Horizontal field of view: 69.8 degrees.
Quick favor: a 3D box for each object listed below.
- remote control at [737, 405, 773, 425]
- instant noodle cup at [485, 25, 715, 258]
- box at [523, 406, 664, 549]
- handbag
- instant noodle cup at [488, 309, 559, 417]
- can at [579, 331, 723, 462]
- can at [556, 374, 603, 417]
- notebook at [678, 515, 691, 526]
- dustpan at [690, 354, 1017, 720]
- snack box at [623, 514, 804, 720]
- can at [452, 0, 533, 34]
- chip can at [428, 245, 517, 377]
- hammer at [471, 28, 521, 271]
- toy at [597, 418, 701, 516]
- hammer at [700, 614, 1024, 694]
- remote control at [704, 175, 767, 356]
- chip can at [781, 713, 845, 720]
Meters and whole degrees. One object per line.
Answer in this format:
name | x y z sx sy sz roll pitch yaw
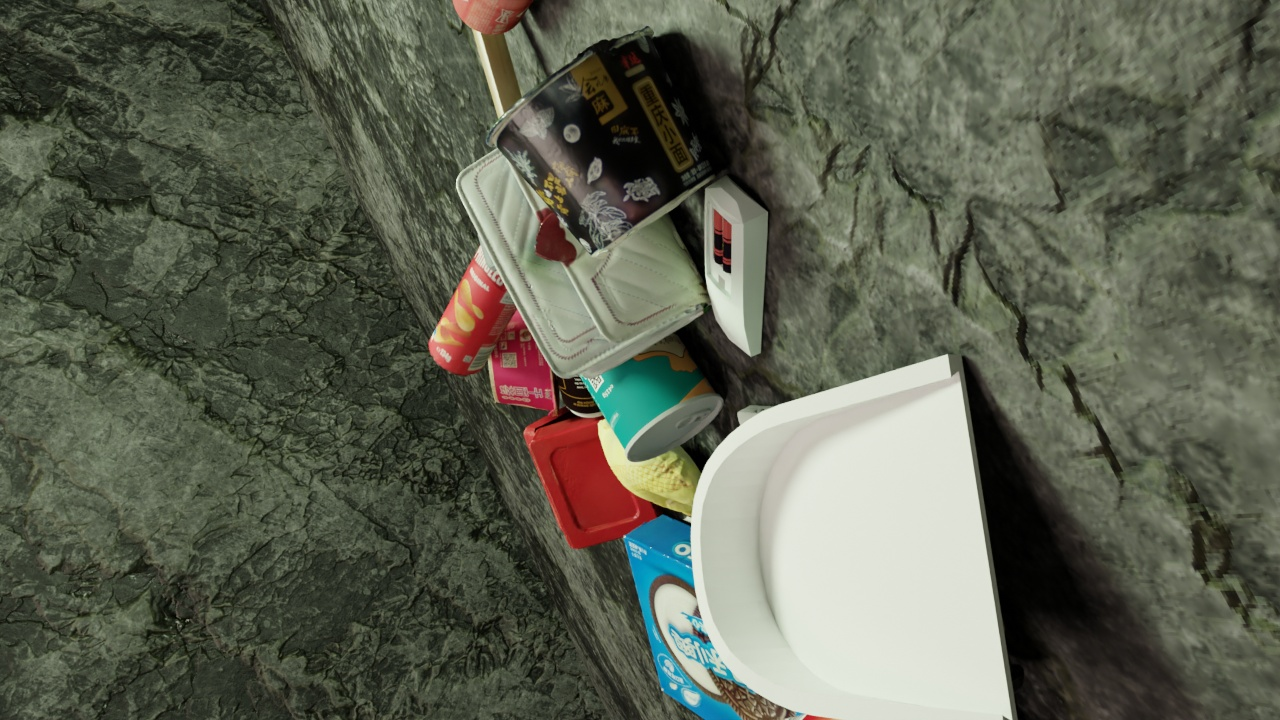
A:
remote control | 0.126 0.106 0.730 0.151 0.019 0.074 67 163 -6
instant noodle cup | -0.019 -0.144 0.637 0.112 0.137 0.137 55 164 -6
box | -0.052 0.138 1.128 0.156 0.146 0.157 6 120 57
handbag | -0.044 -0.096 0.746 0.198 0.142 0.096 61 -167 9
instant noodle cup | -0.144 -0.019 1.125 0.178 0.077 0.178 172 94 -88
can | -0.005 0.005 0.833 0.144 0.099 0.099 58 162 21
can | -0.063 -0.001 1.040 0.072 0.071 0.129 48 157 42
notebook | 0.101 0.242 0.967 0.149 0.016 0.207 67 167 -2
dustpan | 0.107 0.120 0.571 0.258 0.053 0.191 145 123 -66
snack box | 0.091 0.269 0.867 0.239 0.056 0.196 12 121 51
can | -0.111 -0.319 0.745 0.067 0.067 0.170 67 163 -8
chip can | -0.152 -0.087 0.980 0.073 0.073 0.234 55 126 29
hammer | -0.125 -0.246 0.857 0.051 0.117 0.323 -12 95 63
toy | 0.015 0.116 0.964 0.155 0.064 0.171 39 165 -6
hammer | 0.130 0.183 0.662 0.329 0.052 0.098 -26 81 62
remote control | 0.065 -0.064 0.660 0.049 0.024 0.144 51 158 37
chip can | 0.171 0.270 0.664 0.052 0.051 0.215 60 145 13
